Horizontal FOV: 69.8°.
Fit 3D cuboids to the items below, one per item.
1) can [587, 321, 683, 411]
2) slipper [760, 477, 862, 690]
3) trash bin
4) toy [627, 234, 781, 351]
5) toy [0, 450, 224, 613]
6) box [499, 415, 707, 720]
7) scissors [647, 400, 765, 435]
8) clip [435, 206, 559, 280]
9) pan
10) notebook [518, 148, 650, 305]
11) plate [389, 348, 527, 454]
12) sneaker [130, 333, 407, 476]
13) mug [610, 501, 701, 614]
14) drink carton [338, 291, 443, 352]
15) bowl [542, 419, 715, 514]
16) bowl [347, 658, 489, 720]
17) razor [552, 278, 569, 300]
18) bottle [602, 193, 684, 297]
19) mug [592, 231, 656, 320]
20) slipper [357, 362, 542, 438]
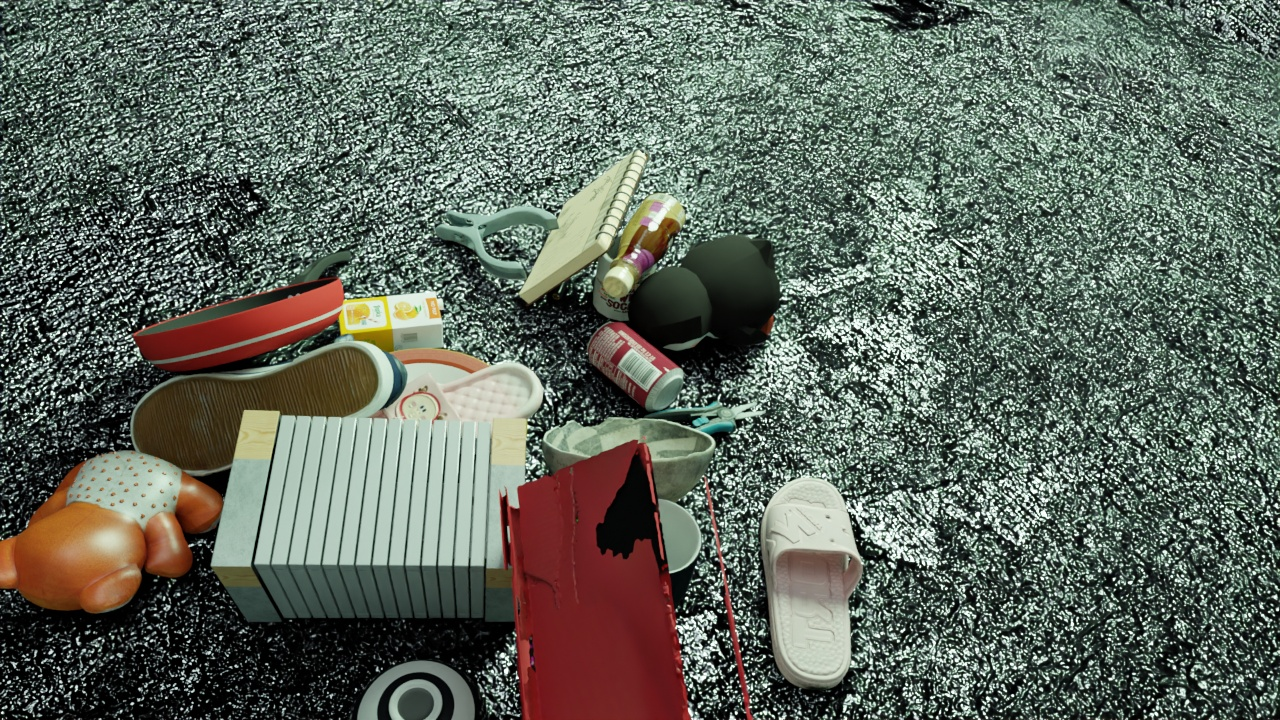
[{"bbox_3d":[-0.006,0.006,1.093,0.063,0.063,0.114,-32,59,-34],"label":"can"},{"bbox_3d":[0.173,0.208,0.928,0.094,0.065,0.238,9,47,-1],"label":"slipper"},{"bbox_3d":[-0.233,0.147,0.839,0.247,0.143,0.142,2,57,-8],"label":"trash bin"},{"bbox_3d":[0.074,-0.081,1.137,0.183,0.140,0.159,-20,64,-23],"label":"toy"},{"bbox_3d":[-0.491,0.161,0.841,0.164,0.093,0.172,13,33,-1],"label":"toy"},{"bbox_3d":[-0.050,0.193,0.677,0.121,0.319,0.210,-3,66,-11],"label":"box"},{"bbox_3d":[0.073,0.073,1.073,0.123,0.019,0.148,23,41,17],"label":"scissors"},{"bbox_3d":[-0.179,-0.186,1.245,0.174,0.030,0.158,32,61,27],"label":"clip"},{"bbox_3d":[-0.407,-0.065,1.040,0.209,0.067,0.355,-11,14,13],"label":"pan"},{"bbox_3d":[-0.071,-0.182,1.209,0.024,0.168,0.224,43,40,-23],"label":"notebook"},{"bbox_3d":[-0.241,0.074,1.012,0.229,0.021,0.229,5,45,-5],"label":"plate"},{"bbox_3d":[-0.376,0.042,0.952,0.295,0.127,0.120,-14,86,8],"label":"sneaker"},{"bbox_3d":[-0.001,0.205,0.877,0.085,0.095,0.121,32,49,20],"label":"mug"},{"bbox_3d":[-0.297,-0.044,1.104,0.122,0.040,0.058,-7,48,-17],"label":"drink carton"},{"bbox_3d":[-0.013,0.116,0.954,0.178,0.081,0.178,0,9,0],"label":"bowl"},{"bbox_3d":[-0.187,0.301,0.767,0.120,0.066,0.120,5,45,-5],"label":"bowl"},{"bbox_3d":[-0.093,-0.134,1.244,0.043,0.022,0.144,14,45,5],"label":"razor"},{"bbox_3d":[0.001,-0.137,1.108,0.060,0.060,0.165,21,47,10],"label":"bottle"},{"bbox_3d":[-0.027,-0.119,1.193,0.073,0.090,0.105,-15,50,-23],"label":"mug"},{"bbox_3d":[-0.206,0.057,0.978,0.221,0.056,0.106,-21,55,-26],"label":"slipper"}]
